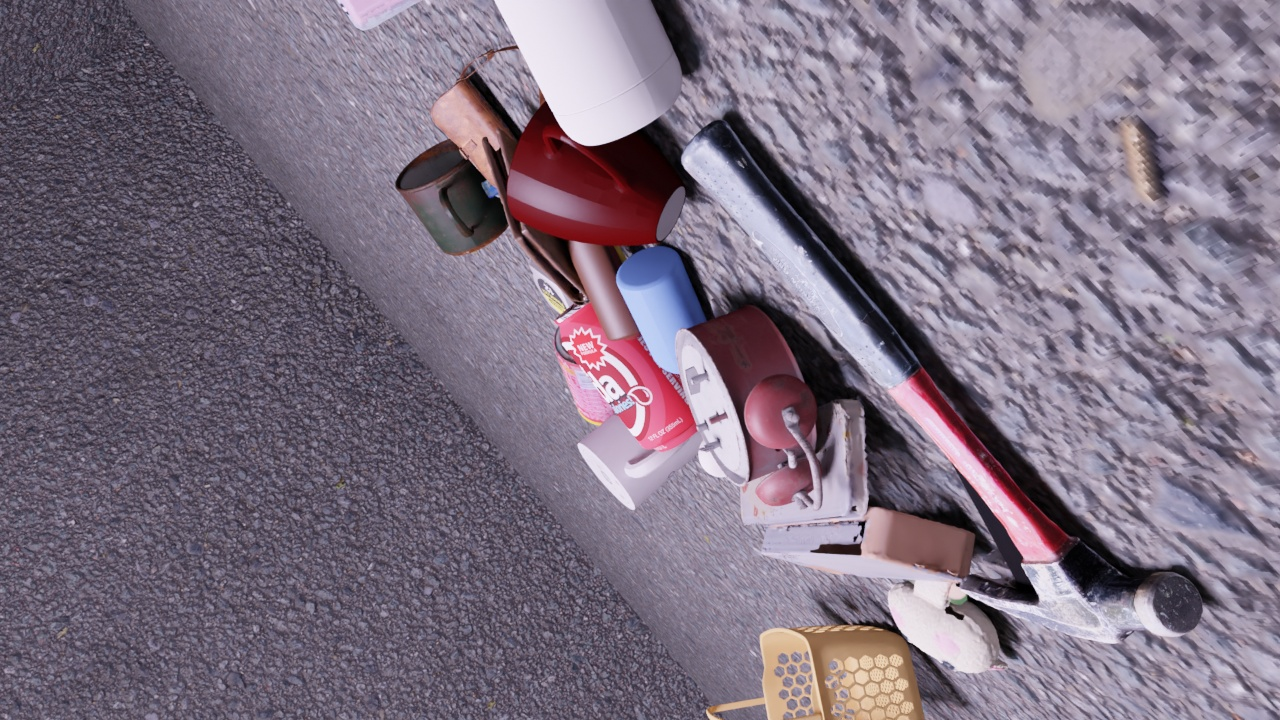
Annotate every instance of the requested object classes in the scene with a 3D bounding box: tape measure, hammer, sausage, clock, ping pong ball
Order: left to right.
[{"bbox_3d":[-0.084,-0.071,0.927,0.064,0.016,0.065,37,160,39],"label":"tape measure"},{"bbox_3d":[-0.035,-0.085,0.681,0.040,0.040,0.155,12,129,66],"label":"sausage"},{"bbox_3d":[0.071,0.082,0.805,0.040,0.040,0.040,46,164,16],"label":"ping pong ball"},{"bbox_3d":[0.068,0.035,0.584,0.156,0.062,0.110,-125,18,-52],"label":"clock"},{"bbox_3d":[0.133,0.011,0.480,0.326,0.036,0.141,50,163,1],"label":"hammer"}]

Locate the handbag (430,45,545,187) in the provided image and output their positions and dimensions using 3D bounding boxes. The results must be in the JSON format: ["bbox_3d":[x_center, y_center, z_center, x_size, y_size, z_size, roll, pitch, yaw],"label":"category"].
[{"bbox_3d":[-0.108,-0.186,0.694,0.093,0.043,0.196,51,161,-11],"label":"handbag"}]

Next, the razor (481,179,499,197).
[{"bbox_3d":[-0.085,-0.114,0.827,0.044,0.018,0.141,-26,109,37],"label":"razor"}]

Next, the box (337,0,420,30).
[{"bbox_3d":[-0.176,-0.300,0.481,0.099,0.106,0.233,30,155,54],"label":"box"}]

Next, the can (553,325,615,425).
[{"bbox_3d":[-0.041,0.008,0.899,0.067,0.066,0.124,42,163,28],"label":"can"}]

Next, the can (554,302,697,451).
[{"bbox_3d":[-0.005,0.005,0.771,0.142,0.074,0.074,53,165,-9],"label":"can"}]

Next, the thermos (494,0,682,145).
[{"bbox_3d":[-0.045,-0.211,0.406,0.101,0.068,0.230,15,142,51],"label":"thermos"}]

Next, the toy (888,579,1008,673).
[{"bbox_3d":[0.211,0.181,0.639,0.087,0.050,0.112,27,157,56],"label":"toy"}]

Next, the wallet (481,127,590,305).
[{"bbox_3d":[-0.075,-0.106,0.693,0.121,0.027,0.098,47,-158,-63],"label":"wallet"}]

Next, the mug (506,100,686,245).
[{"bbox_3d":[-0.022,-0.109,0.542,0.088,0.087,0.114,27,177,14],"label":"mug"}]

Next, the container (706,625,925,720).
[{"bbox_3d":[0.148,0.309,0.839,0.184,0.167,0.129,109,153,-74],"label":"container"}]

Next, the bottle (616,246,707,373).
[{"bbox_3d":[0.027,-0.020,0.675,0.048,0.048,0.131,34,158,47],"label":"bottle"}]

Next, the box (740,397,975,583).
[{"bbox_3d":[0.141,0.097,0.652,0.115,0.095,0.217,20,166,-7],"label":"box"}]

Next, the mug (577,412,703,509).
[{"bbox_3d":[0.009,0.081,0.872,0.083,0.096,0.120,53,165,-10],"label":"mug"}]

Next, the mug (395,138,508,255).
[{"bbox_3d":[-0.167,-0.144,0.845,0.081,0.085,0.111,59,-174,-35],"label":"mug"}]
